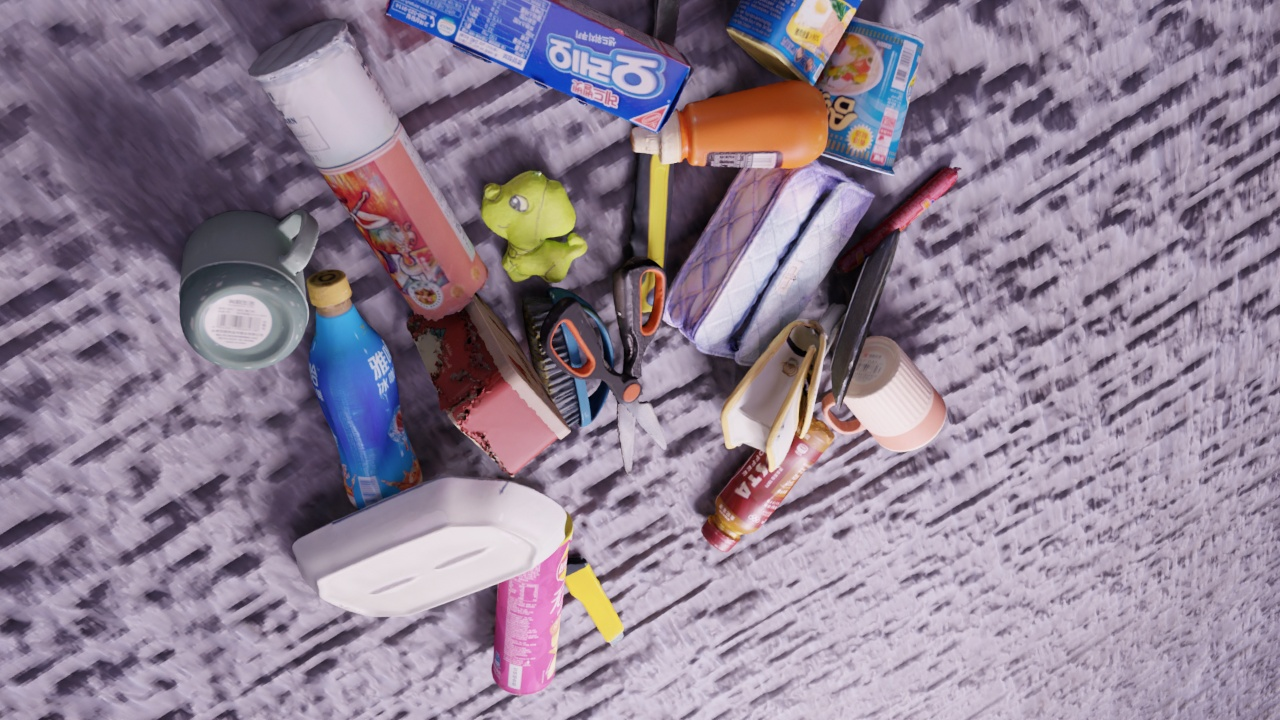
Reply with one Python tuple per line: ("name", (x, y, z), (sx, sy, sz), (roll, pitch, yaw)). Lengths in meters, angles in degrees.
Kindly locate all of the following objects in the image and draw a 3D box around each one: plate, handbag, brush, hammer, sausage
("plate", (0.206, -0.041, 0.863), (0.024, 0.179, 0.180), (20, 119, 14))
("handbag", (0.152, 0.015, 0.869), (0.178, 0.063, 0.163), (-54, 164, -10))
("plate", (-0.189, 0.176, 0.815), (0.266, 0.034, 0.162), (-24, 139, 24))
("brush", (-0.060, -0.002, 0.813), (0.073, 0.055, 0.144), (-18, 126, -12))
("handbag", (0.113, -0.087, 0.815), (0.134, 0.075, 0.194), (7, 121, -48))
("hammer", (0.017, -0.186, 0.744), (0.126, 0.032, 0.324), (-8, 123, -18))
("sausage", (0.249, -0.135, 0.888), (0.156, 0.020, 0.020), (-41, 128, 5))

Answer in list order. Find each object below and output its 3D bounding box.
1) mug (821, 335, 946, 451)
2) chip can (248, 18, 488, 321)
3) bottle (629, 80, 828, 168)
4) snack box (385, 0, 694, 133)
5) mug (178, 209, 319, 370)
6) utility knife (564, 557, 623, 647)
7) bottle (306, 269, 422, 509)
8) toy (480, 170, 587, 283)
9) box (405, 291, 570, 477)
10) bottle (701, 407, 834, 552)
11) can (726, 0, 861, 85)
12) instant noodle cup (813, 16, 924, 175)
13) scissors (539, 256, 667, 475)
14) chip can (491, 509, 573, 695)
("mug", (0.247, 0.040, 0.970), (0.115, 0.081, 0.106), (-24, 132, 29))
("chip can", (-0.187, -0.130, 0.665), (0.071, 0.071, 0.215), (-30, 128, -4))
("bottle", (0.066, -0.177, 0.710), (0.149, 0.066, 0.067), (-6, 124, -3))
("snack box", (-0.068, -0.227, 0.638), (0.207, 0.058, 0.057), (18, 117, -20))
("mug", (-0.271, -0.058, 0.652), (0.112, 0.106, 0.082), (-41, 127, 4))
("utility knife", (-0.051, 0.269, 1.018), (0.033, 0.015, 0.168), (-23, 129, -2))
("bottle", (-0.231, 0.028, 0.752), (0.065, 0.065, 0.219), (-15, 125, -15))
("toy", (-0.085, -0.109, 0.749), (0.096, 0.031, 0.100), (1, 124, -24))
("box", (-0.130, 0.013, 0.720), (0.077, 0.168, 0.091), (-39, 128, -1))
("bottle", (0.132, 0.129, 0.982), (0.057, 0.057, 0.175), (27, 107, -35))
("can", (0.119, -0.266, 0.699), (0.102, 0.057, 0.083), (9, 114, -60))
("instant noodle cup", (0.183, -0.221, 0.761), (0.099, 0.099, 0.110), (8, 110, -28))
("scissors", (-0.025, 0.015, 0.808), (0.197, 0.022, 0.227), (-4, 119, -40))
("chip can", (-0.114, 0.246, 0.941), (0.071, 0.071, 0.211), (-5, 123, -21))
